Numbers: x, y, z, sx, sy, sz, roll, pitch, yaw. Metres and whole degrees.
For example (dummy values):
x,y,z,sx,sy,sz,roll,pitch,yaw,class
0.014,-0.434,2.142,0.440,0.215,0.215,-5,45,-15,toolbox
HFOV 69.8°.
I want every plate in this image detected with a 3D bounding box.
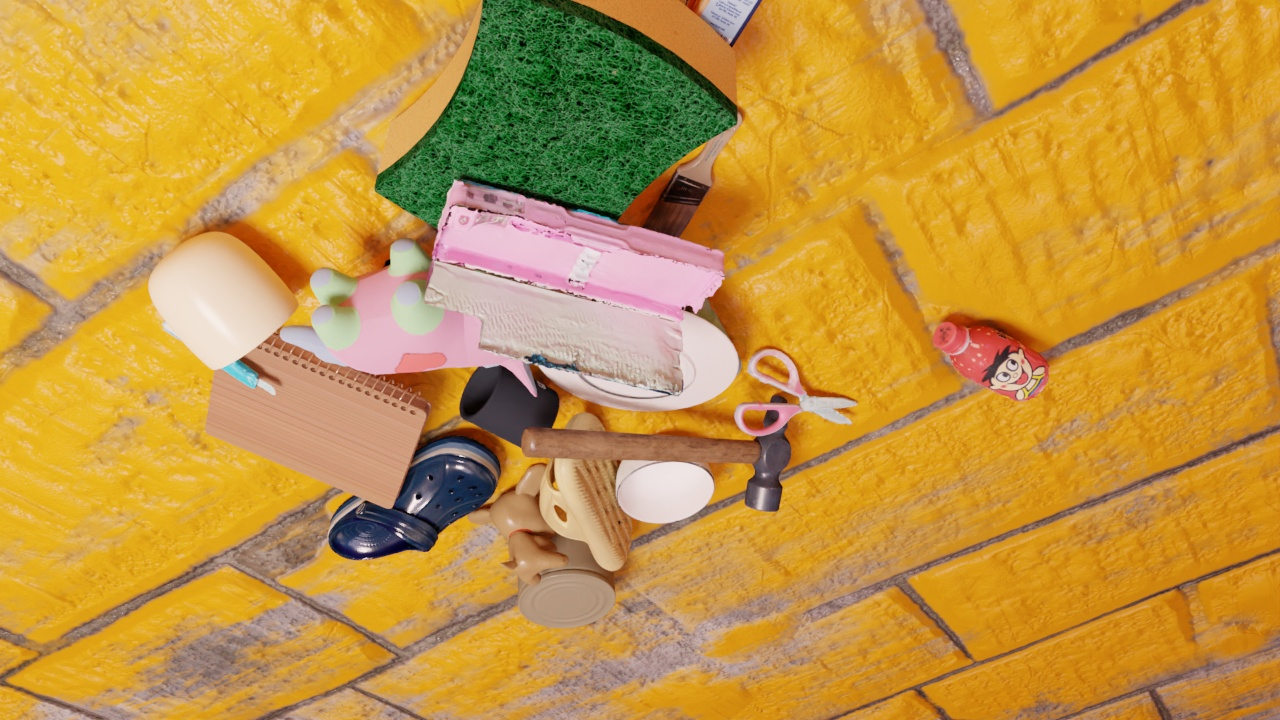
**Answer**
x,y,z,sx,sy,sz,roll,pitch,yaw,class
-0.005,0.005,0.931,0.208,0.015,0.209,4,148,3,plate

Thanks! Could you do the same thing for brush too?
x,y,z,sx,sy,sz,roll,pitch,yaw,class
0.047,-0.163,0.827,0.039,0.012,0.152,17,128,-22,brush
-0.069,-0.181,0.703,0.195,0.075,0.251,20,144,-26,brush

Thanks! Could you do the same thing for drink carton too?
x,y,z,sx,sy,sz,roll,pitch,yaw,class
0.077,-0.298,0.668,0.040,0.064,0.130,17,130,-25,drink carton

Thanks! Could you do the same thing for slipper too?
x,y,z,sx,sy,sz,roll,pitch,yaw,class
-0.069,0.154,1.060,0.079,0.111,0.262,3,141,19,slipper
-0.259,0.178,1.053,0.253,0.095,0.105,-31,127,24,slipper

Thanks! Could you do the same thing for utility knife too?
x,y,z,sx,sy,sz,roll,pitch,yaw,class
-0.405,-0.002,0.883,0.124,0.015,0.022,38,117,-8,utility knife

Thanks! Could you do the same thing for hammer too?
x,y,z,sx,sy,sz,roll,pitch,yaw,class
0.026,0.091,0.968,0.321,0.040,0.129,6,96,-29,hammer

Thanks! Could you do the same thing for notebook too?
x,y,z,sx,sy,sz,roll,pitch,yaw,class
-0.330,0.055,0.934,0.210,0.022,0.170,24,127,-6,notebook

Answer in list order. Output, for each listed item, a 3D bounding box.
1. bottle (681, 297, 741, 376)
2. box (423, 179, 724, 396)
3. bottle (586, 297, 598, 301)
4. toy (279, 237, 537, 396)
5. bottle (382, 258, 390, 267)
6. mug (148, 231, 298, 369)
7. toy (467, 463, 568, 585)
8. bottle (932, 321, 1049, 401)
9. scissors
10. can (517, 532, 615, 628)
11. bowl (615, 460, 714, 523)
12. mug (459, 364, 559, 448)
x,y,z,sx,sy,sz,roll,pitch,yaw,class
0.064,-0.030,0.935,0.040,0.040,0.130,-22,132,13,bottle
-0.051,-0.054,0.732,0.230,0.105,0.087,13,147,-17,box
-0.034,-0.058,0.897,0.036,0.036,0.110,20,127,-24,bottle
-0.190,-0.031,0.816,0.222,0.120,0.171,-17,149,6,toy
-0.244,-0.047,0.876,0.041,0.041,0.116,13,130,-19,bottle
-0.381,-0.057,0.814,0.120,0.096,0.100,-13,122,39,mug
-0.137,0.204,1.090,0.134,0.108,0.105,-37,144,25,toy
0.373,-0.004,0.989,0.137,0.061,0.062,22,127,-27,bottle
0.182,0.031,1.016,0.178,0.016,0.105,1,99,-29,scissors
-0.096,0.280,1.182,0.128,0.073,0.128,-4,134,-4,can
0.026,0.131,1.066,0.113,0.063,0.114,-4,134,-4,bowl
-0.148,0.049,0.969,0.077,0.071,0.105,32,148,-32,mug
